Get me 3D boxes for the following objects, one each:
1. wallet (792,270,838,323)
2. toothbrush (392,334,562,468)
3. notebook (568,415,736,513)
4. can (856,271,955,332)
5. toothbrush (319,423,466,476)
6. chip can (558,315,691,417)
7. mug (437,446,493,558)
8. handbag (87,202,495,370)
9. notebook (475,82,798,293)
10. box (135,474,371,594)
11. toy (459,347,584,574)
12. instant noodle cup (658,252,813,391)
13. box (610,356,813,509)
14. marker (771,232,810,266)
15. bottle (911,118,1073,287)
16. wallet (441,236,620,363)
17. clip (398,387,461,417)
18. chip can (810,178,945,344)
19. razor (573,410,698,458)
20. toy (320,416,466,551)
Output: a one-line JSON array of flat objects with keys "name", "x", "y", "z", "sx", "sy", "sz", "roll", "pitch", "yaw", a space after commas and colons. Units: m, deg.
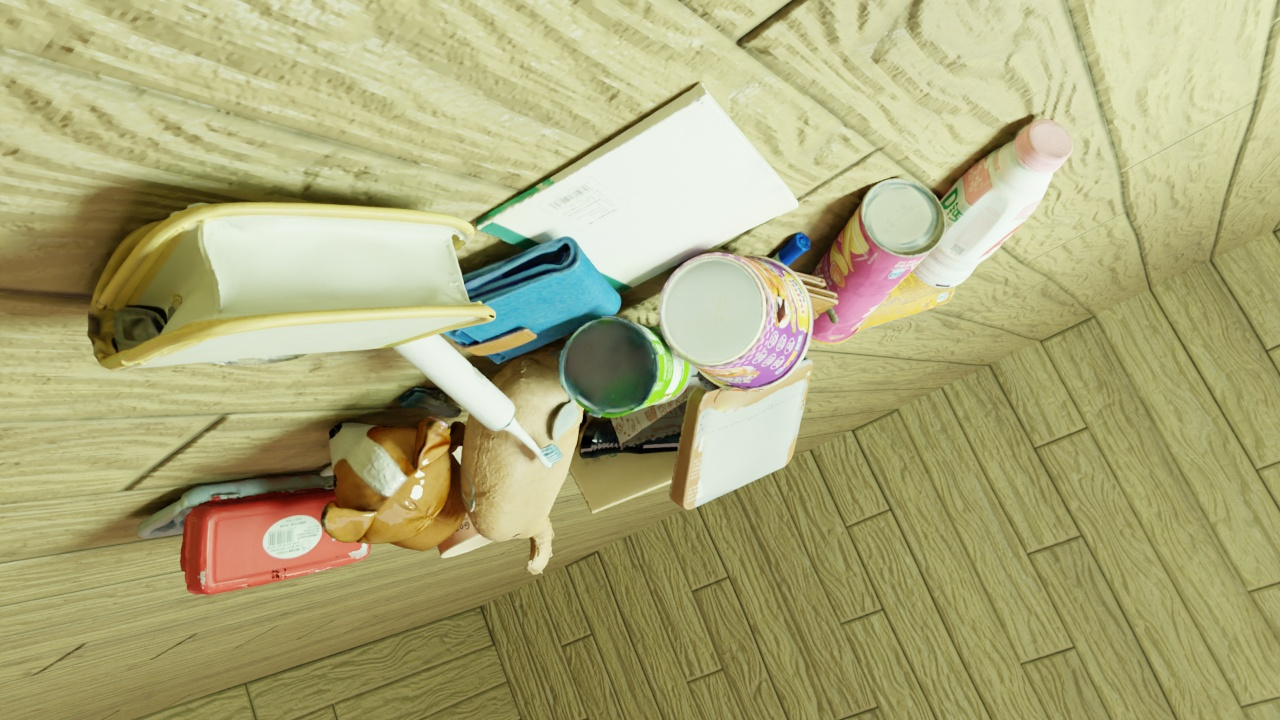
[{"name": "wallet", "x": 0.103, "y": -0.042, "z": 0.829, "sx": 0.119, "sy": 0.035, "sz": 0.131, "roll": 15, "pitch": 151, "yaw": -21}, {"name": "toothbrush", "x": -0.111, "y": 0.025, "z": 0.635, "sx": 0.026, "sy": 0.026, "sz": 0.221, "roll": -30, "pitch": 141, "yaw": 7}, {"name": "notebook", "x": 0.014, "y": 0.090, "z": 1.056, "sx": 0.207, "sy": 0.147, "sz": 0.008, "roll": -20, "pitch": 130, "yaw": -14}, {"name": "can", "x": 0.267, "y": -0.071, "z": 0.989, "sx": 0.145, "sy": 0.058, "sz": 0.058, "roll": -17, "pitch": 165, "yaw": -24}, {"name": "toothbrush", "x": -0.212, "y": 0.082, "z": 0.886, "sx": 0.191, "sy": 0.018, "sz": 0.016, "roll": -17, "pitch": 163, "yaw": -22}, {"name": "chip can", "x": -0.004, "y": 0.004, "z": 0.730, "sx": 0.072, "sy": 0.072, "sz": 0.236, "roll": -25, "pitch": 176, "yaw": 7}, {"name": "mug", "x": -0.173, "y": 0.137, "z": 0.968, "sx": 0.114, "sy": 0.106, "sz": 0.082, "roll": -21, "pitch": 166, "yaw": -8}, {"name": "handbag", "x": -0.185, "y": -0.029, "z": 0.464, "sx": 0.179, "sy": 0.063, "sz": 0.163, "roll": -15, "pitch": 174, "yaw": 40}, {"name": "notebook", "x": 0.009, "y": -0.096, "z": 0.586, "sx": 0.151, "sy": 0.012, "sz": 0.209, "roll": -26, "pitch": 165, "yaw": 18}, {"name": "box", "x": -0.345, "y": 0.148, "z": 0.833, "sx": 0.099, "sy": 0.095, "sz": 0.201, "roll": 1, "pitch": 178, "yaw": 26}, {"name": "toy", "x": -0.099, "y": 0.094, "z": 0.781, "sx": 0.143, "sy": 0.082, "sz": 0.226, "roll": -18, "pitch": 130, "yaw": -49}, {"name": "instant noodle cup", "x": 0.069, "y": -0.033, "z": 0.699, "sx": 0.112, "sy": 0.111, "sz": 0.099, "roll": -27, "pitch": 168, "yaw": 17}, {"name": "box", "x": 0.085, "y": 0.054, "z": 0.938, "sx": 0.181, "sy": 0.168, "sz": 0.151, "roll": -11, "pitch": 163, "yaw": -40}, {"name": "marker", "x": 0.105, "y": -0.071, "z": 0.822, "sx": 0.016, "sy": 0.017, "sz": 0.146, "roll": -14, "pitch": 164, "yaw": -32}, {"name": "bottle", "x": 0.302, "y": -0.134, "z": 0.801, "sx": 0.068, "sy": 0.068, "sz": 0.197, "roll": -19, "pitch": 163, "yaw": -17}, {"name": "wallet", "x": -0.074, "y": -0.036, "z": 0.609, "sx": 0.106, "sy": 0.040, "sz": 0.133, "roll": -21, "pitch": 167, "yaw": 5}, {"name": "clip", "x": -0.175, "y": 0.036, "z": 0.768, "sx": 0.024, "sy": 0.028, "sz": 0.056, "roll": -32, "pitch": 154, "yaw": 25}, {"name": "chip can", "x": 0.195, "y": -0.080, "z": 0.815, "sx": 0.071, "sy": 0.071, "sz": 0.211, "roll": -20, "pitch": 166, "yaw": -12}, {"name": "razor", "x": -0.015, "y": 0.081, "z": 1.025, "sx": 0.167, "sy": 0.062, "sz": 0.067, "roll": 1, "pitch": -152, "yaw": 0}, {"name": "toy", "x": -0.205, "y": 0.099, "z": 0.771, "sx": 0.140, "sy": 0.130, "sz": 0.200, "roll": -50, "pitch": -179, "yaw": -9}]
